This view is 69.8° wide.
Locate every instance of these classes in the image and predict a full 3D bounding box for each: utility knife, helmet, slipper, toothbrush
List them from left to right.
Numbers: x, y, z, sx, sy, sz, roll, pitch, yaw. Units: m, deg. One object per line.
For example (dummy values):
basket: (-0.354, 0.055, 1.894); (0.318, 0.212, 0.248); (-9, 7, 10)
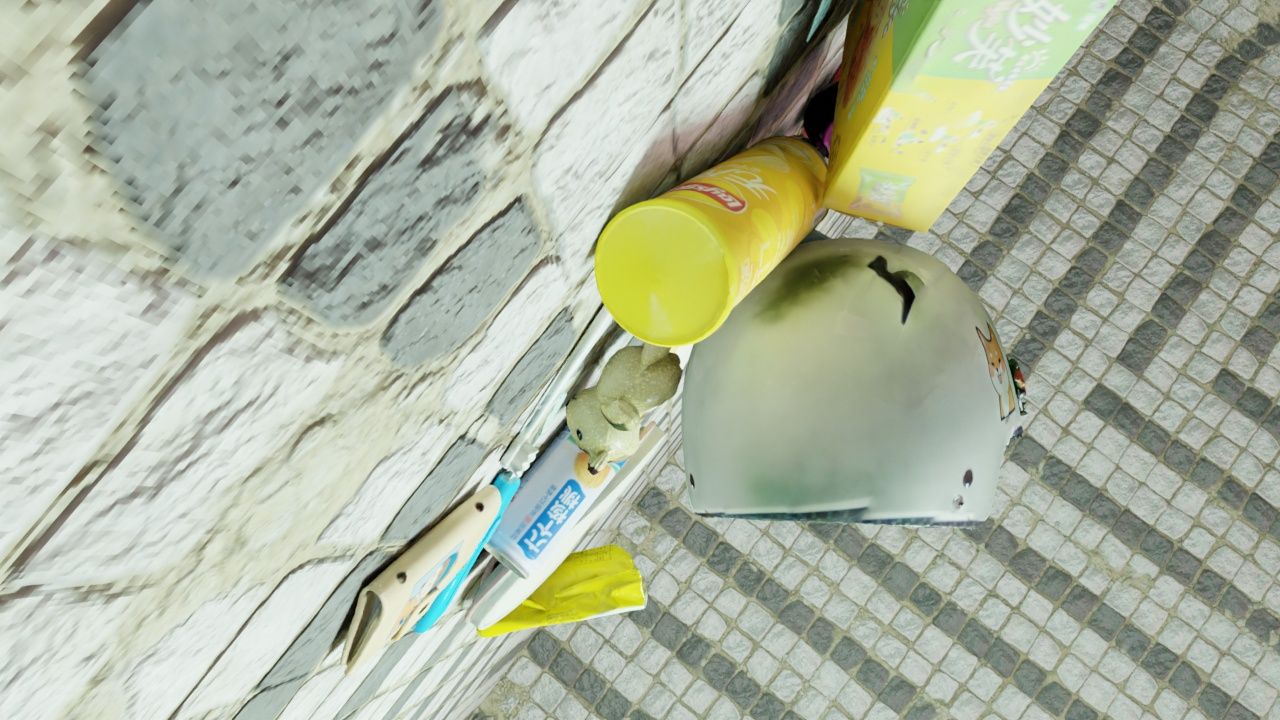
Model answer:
utility knife: (-0.101, 0.103, 0.619); (0.219, 0.018, 0.034); (-58, 171, 23)
slipper: (-0.067, 0.130, 0.811); (0.273, 0.054, 0.114); (-41, 166, -45)
toothbrush: (-0.035, 0.000, 0.550); (0.180, 0.016, 0.016); (-56, 174, 20)
helmet: (0.133, -0.005, 0.616); (0.273, 0.230, 0.157); (-44, 129, -55)
utility knife: (0.111, -0.223, 0.399); (0.030, 0.022, 0.216); (-48, 165, -26)

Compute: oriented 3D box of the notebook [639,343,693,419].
notebook: (0.048, -0.033, 0.846); (0.207, 0.010, 0.145); (-62, 170, 20)

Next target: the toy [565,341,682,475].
toy: (-0.004, 0.004, 0.617); (0.105, 0.066, 0.157); (-63, 178, -63)

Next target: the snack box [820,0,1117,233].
snack box: (0.167, -0.189, 0.487); (0.210, 0.070, 0.157); (108, -5, -67)

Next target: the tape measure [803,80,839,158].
tape measure: (0.156, -0.182, 0.702); (0.057, 0.039, 0.057); (19, 126, -43)

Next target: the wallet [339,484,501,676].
wallet: (-0.132, 0.131, 0.547); (0.114, 0.024, 0.087); (-44, 163, -56)

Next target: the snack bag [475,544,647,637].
snack bag: (-0.077, 0.229, 0.924); (0.158, 0.068, 0.247); (-11, 168, -4)

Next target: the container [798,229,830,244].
container: (0.116, -0.065, 0.807); (0.090, 0.090, 0.111); (-57, 174, -9)

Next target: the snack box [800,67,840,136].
snack box: (0.188, -0.236, 0.784); (0.152, 0.025, 0.075); (-43, 168, -52)

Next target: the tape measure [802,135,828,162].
tape measure: (0.136, -0.160, 0.787); (0.065, 0.033, 0.066); (-49, 174, -42)

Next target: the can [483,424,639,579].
can: (-0.061, 0.096, 0.688); (0.134, 0.053, 0.053); (-50, 172, -20)

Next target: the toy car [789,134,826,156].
toy car: (0.082, -0.103, 0.694); (0.156, 0.041, 0.071); (-53, 172, 10)

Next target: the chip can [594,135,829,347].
chip can: (0.052, -0.076, 0.514); (0.072, 0.072, 0.212); (-58, 171, 32)
